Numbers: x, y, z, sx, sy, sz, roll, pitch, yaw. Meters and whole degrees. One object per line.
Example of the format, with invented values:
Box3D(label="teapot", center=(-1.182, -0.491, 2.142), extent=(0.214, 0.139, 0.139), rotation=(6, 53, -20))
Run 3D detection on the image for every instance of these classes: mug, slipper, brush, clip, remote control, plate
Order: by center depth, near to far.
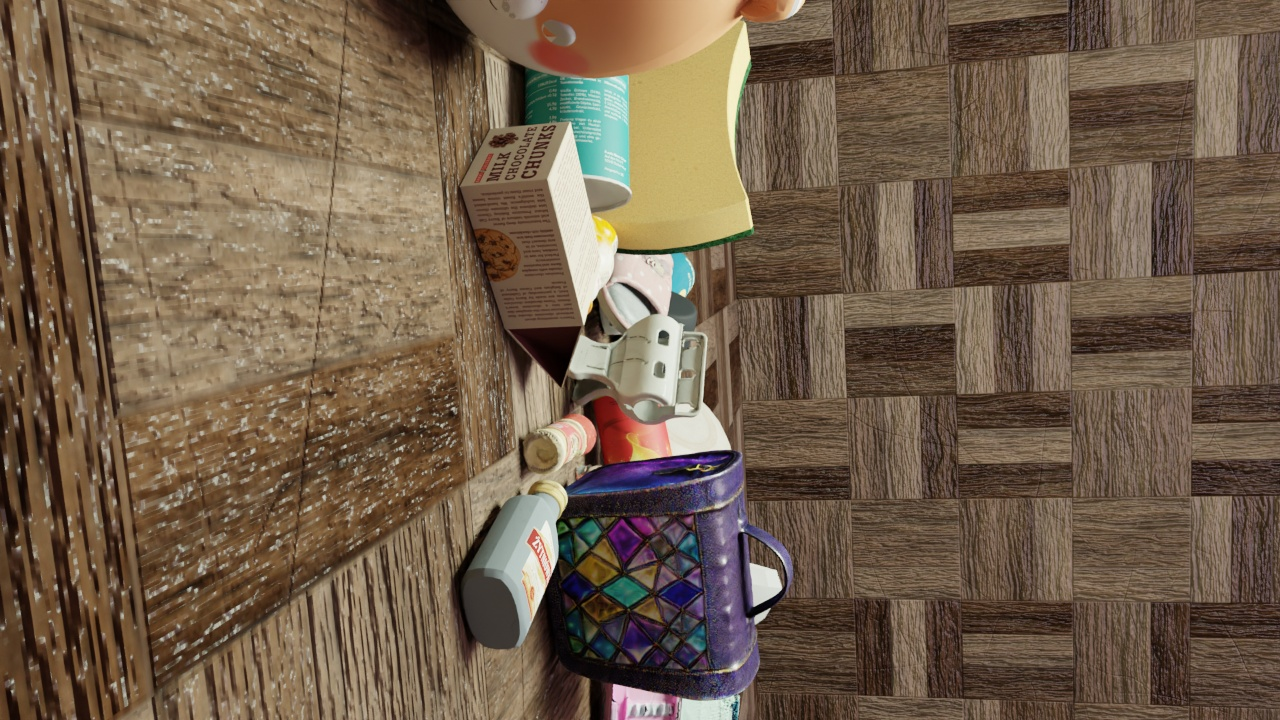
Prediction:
Box3D(label="clip", center=(-0.006, 0.006, 0.955), extent=(0.124, 0.147, 0.082), rotation=(-80, 170, -48))
Box3D(label="brush", center=(0.021, -0.244, 0.997), extent=(0.075, 0.195, 0.249), rotation=(58, 32, -68))
Box3D(label="slipper", center=(-0.004, -0.135, 1.116), extent=(0.114, 0.055, 0.273), rotation=(40, 35, -34))
Box3D(label="remote control", center=(-0.030, -0.084, 1.140), extent=(0.114, 0.028, 0.060), rotation=(-81, 164, -44))
Box3D(label="plate", center=(0.045, 0.080, 1.144), extent=(0.027, 0.188, 0.188), rotation=(-52, -167, 32))
Box3D(label="mug", center=(0.013, -0.045, 1.184), extent=(0.085, 0.121, 0.095), rotation=(-7, 127, -38))
Box3D(label="mug", center=(0.018, -0.092, 1.284), extent=(0.112, 0.084, 0.104), rotation=(-66, 175, 28))

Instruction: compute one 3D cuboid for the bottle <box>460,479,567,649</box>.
Box3D(label="bottle", center=(-0.093, 0.149, 0.728), extent=(0.161, 0.046, 0.072), rotation=(-68, 153, -65))

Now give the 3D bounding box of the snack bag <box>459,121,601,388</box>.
Box3D(label="snack bag", center=(-0.080, -0.084, 0.781), extent=(0.094, 0.070, 0.207), rotation=(-79, 163, -49))

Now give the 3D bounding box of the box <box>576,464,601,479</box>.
Box3D(label="box", center=(-0.043, 0.204, 0.981), extent=(0.058, 0.053, 0.187), rotation=(-172, -100, -69))

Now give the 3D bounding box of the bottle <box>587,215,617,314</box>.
Box3D(label="bottle", center=(-0.058, -0.093, 0.908), extent=(0.063, 0.063, 0.108), rotation=(74, 18, -49))

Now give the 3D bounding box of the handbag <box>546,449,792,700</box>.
Box3D(label="handbag", center=(0.031, 0.195, 0.866), extent=(0.125, 0.222, 0.205), rotation=(-26, 112, -68))

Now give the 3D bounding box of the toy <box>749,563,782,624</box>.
Box3D(label="toy", center=(0.052, 0.241, 1.127), extent=(0.267, 0.247, 0.141), rotation=(-64, 160, -18))

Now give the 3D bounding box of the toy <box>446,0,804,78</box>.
Box3D(label="toy", center=(-0.021, -0.320, 0.615), extent=(0.265, 0.281, 0.263), rotation=(-53, 149, -26))

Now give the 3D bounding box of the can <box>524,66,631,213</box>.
Box3D(label="can", center=(-0.058, -0.219, 0.841), extent=(0.099, 0.099, 0.144), rotation=(36, 52, -76))

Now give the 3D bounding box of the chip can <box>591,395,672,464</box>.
Box3D(label="chip can", center=(0.003, 0.134, 1.025), extent=(0.087, 0.087, 0.213), rotation=(29, 48, -77))

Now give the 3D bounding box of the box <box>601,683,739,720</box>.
Box3D(label="box", center=(0.037, 0.396, 1.020), extent=(0.035, 0.159, 0.230), rotation=(170, -75, -73))

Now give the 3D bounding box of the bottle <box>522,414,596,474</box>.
Box3D(label="bottle", center=(-0.074, 0.076, 0.848), extent=(0.109, 0.044, 0.044), rotation=(-19, 106, -77))
